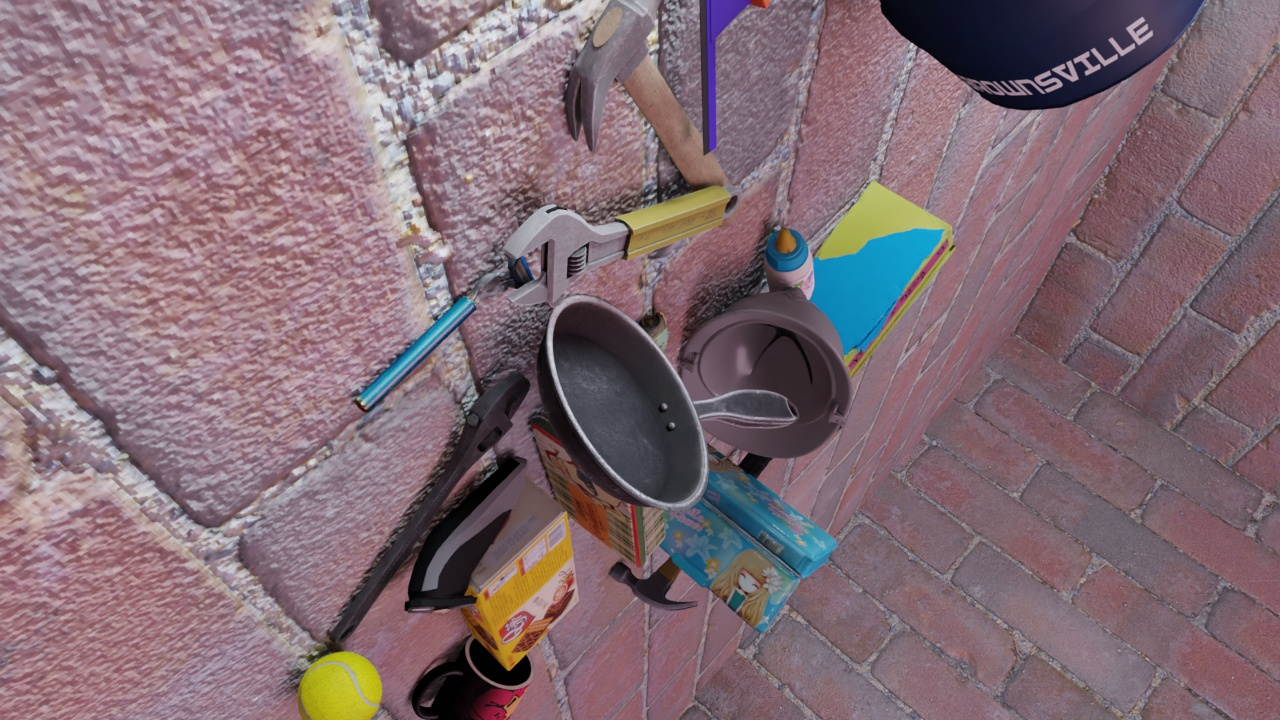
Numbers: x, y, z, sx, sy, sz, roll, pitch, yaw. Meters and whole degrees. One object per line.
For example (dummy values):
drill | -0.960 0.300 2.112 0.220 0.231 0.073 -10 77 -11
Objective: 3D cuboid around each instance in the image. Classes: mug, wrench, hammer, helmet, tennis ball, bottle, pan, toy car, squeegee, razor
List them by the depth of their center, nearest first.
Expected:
squeegee | 0.098 -0.280 0.601 0.184 0.055 0.250 -54 157 -26
razor | -0.129 -0.018 0.601 0.143 0.022 0.042 -42 152 -12
helmet | 0.268 -0.340 0.644 0.223 0.233 0.271 31 70 -34
wrench | -0.002 -0.096 0.673 0.272 0.018 0.084 -28 146 -46
hammer | 0.030 -0.167 0.690 0.119 0.031 0.331 -53 161 2
wrench | -0.170 0.120 0.728 0.273 0.018 0.073 -54 167 9
tennis ball | -0.245 0.271 0.748 0.065 0.065 0.065 -42 155 -24
razor | -0.143 0.145 0.773 0.156 0.060 0.057 -65 -175 -23
pan | 0.038 0.042 0.782 0.055 0.187 0.356 -33 156 26
toy car | -0.005 0.005 0.836 0.111 0.047 0.047 -41 152 -25
bottle | 0.159 -0.104 0.984 0.051 0.051 0.146 -49 157 -8
mug | -0.187 0.356 0.986 0.118 0.082 0.098 15 114 -36
helmet | 0.146 -0.007 0.994 0.272 0.183 0.117 96 16 -58
hammer | 0.105 0.219 1.309 0.332 0.118 0.025 -46 160 -29

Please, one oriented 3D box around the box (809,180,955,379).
box | 0.267 -0.092 1.120 0.221 0.124 0.081 -55 155 2

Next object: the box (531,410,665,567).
box | -0.035 0.117 0.859 0.049 0.118 0.206 -46 158 -21

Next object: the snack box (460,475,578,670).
snack box | -0.124 0.215 0.902 0.109 0.062 0.231 -42 155 -25

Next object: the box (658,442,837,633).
box | 0.102 0.202 1.098 0.121 0.227 0.097 -60 156 16
